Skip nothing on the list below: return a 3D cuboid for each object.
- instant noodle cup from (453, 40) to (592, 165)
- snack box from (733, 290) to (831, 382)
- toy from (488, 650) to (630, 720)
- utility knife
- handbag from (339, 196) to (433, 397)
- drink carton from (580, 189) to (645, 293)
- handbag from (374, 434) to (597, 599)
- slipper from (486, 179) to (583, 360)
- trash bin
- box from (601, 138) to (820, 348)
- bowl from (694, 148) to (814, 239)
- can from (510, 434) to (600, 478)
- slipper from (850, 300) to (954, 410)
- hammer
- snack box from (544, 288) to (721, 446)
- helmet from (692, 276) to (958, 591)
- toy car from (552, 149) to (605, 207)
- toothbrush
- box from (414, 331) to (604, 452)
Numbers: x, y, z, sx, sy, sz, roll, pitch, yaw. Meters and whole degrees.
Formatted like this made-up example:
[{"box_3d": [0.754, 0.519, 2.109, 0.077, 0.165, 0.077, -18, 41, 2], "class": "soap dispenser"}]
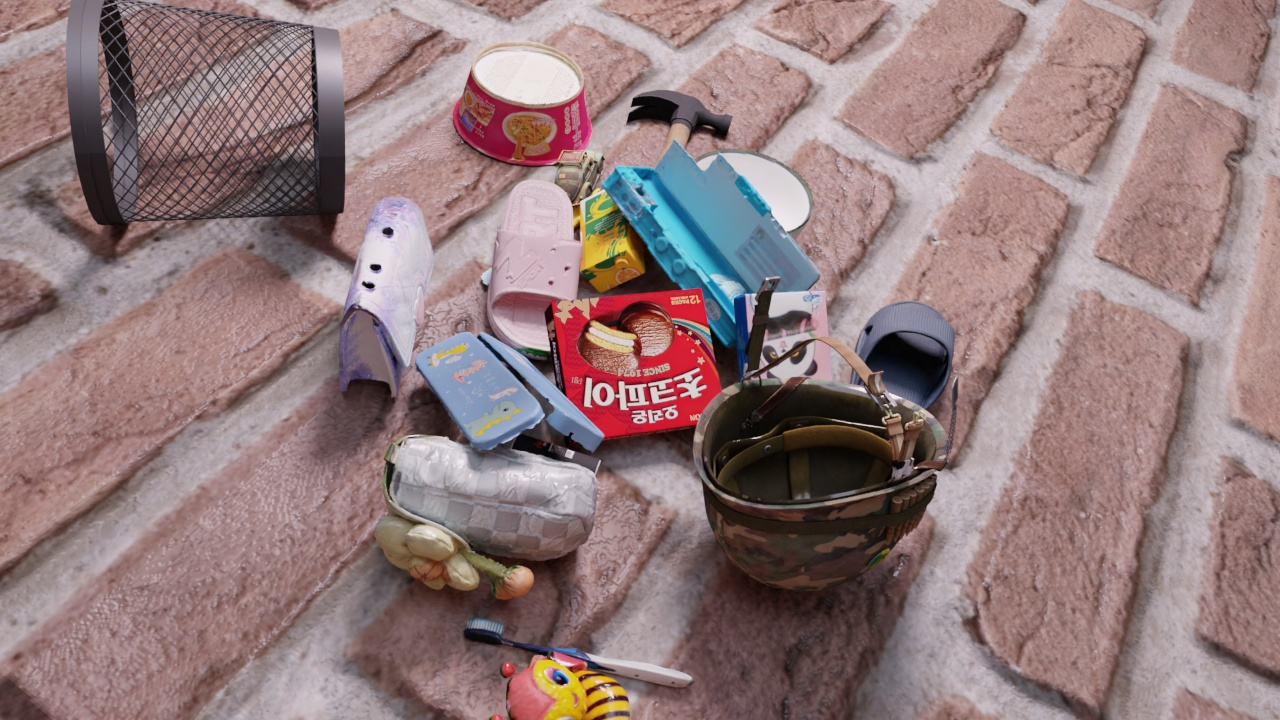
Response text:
[{"box_3d": [-0.143, -0.330, 1.147, 0.178, 0.078, 0.178, 7, 50, -8], "class": "instant noodle cup"}, {"box_3d": [0.141, 0.010, 0.902, 0.088, 0.033, 0.154, -4, 89, -16], "class": "snack box"}, {"box_3d": [-0.060, 0.259, 0.690, 0.103, 0.046, 0.084, 13, 42, -7], "class": "toy"}, {"box_3d": [-0.101, -0.144, 1.043, 0.030, 0.019, 0.227, 29, 52, 23], "class": "utility knife"}, {"box_3d": [-0.238, -0.059, 0.862, 0.069, 0.127, 0.158, 9, 47, -9], "class": "handbag"}, {"box_3d": [-0.032, -0.135, 1.014, 0.058, 0.041, 0.122, -23, 46, 22], "class": "drink carton"}, {"box_3d": [-0.122, 0.130, 0.743, 0.171, 0.113, 0.123, 8, 58, -7], "class": "handbag"}, {"box_3d": [-0.109, -0.111, 0.968, 0.094, 0.065, 0.238, 6, 55, -11], "class": "slipper"}, {"box_3d": [-0.422, -0.245, 0.925, 0.227, 0.218, 0.217, -2, 51, -20], "class": "trash bin"}, {"box_3d": [0.080, -0.139, 0.965, 0.226, 0.117, 0.097, 53, 28, 10], "class": "box"}, {"box_3d": [0.120, -0.176, 1.082, 0.153, 0.073, 0.153, 7, 50, -8], "class": "bowl"}, {"box_3d": [-0.079, 0.093, 0.834, 0.080, 0.032, 0.031, 18, 49, 2], "class": "can"}, {"box_3d": [0.272, 0.007, 0.958, 0.101, 0.083, 0.262, 23, 50, 10], "class": "slipper"}, {"box_3d": [0.027, -0.235, 1.137, 0.132, 0.040, 0.304, 18, 49, -2], "class": "hammer"}, {"box_3d": [-0.005, 0.005, 0.885, 0.152, 0.036, 0.132, -7, 80, -19], "class": "snack box"}, {"box_3d": [0.152, 0.073, 0.770, 0.224, 0.236, 0.193, -28, 37, -20], "class": "helmet"}, {"box_3d": [-0.076, -0.226, 1.088, 0.047, 0.047, 0.111, 5, 44, 11], "class": "toy car"}, {"box_3d": [-0.048, 0.234, 0.733, 0.189, 0.016, 0.017, 14, 39, -1], "class": "toothbrush"}, {"box_3d": [-0.119, 0.021, 0.806, 0.122, 0.047, 0.209, 3, 18, -30], "class": "box"}]
